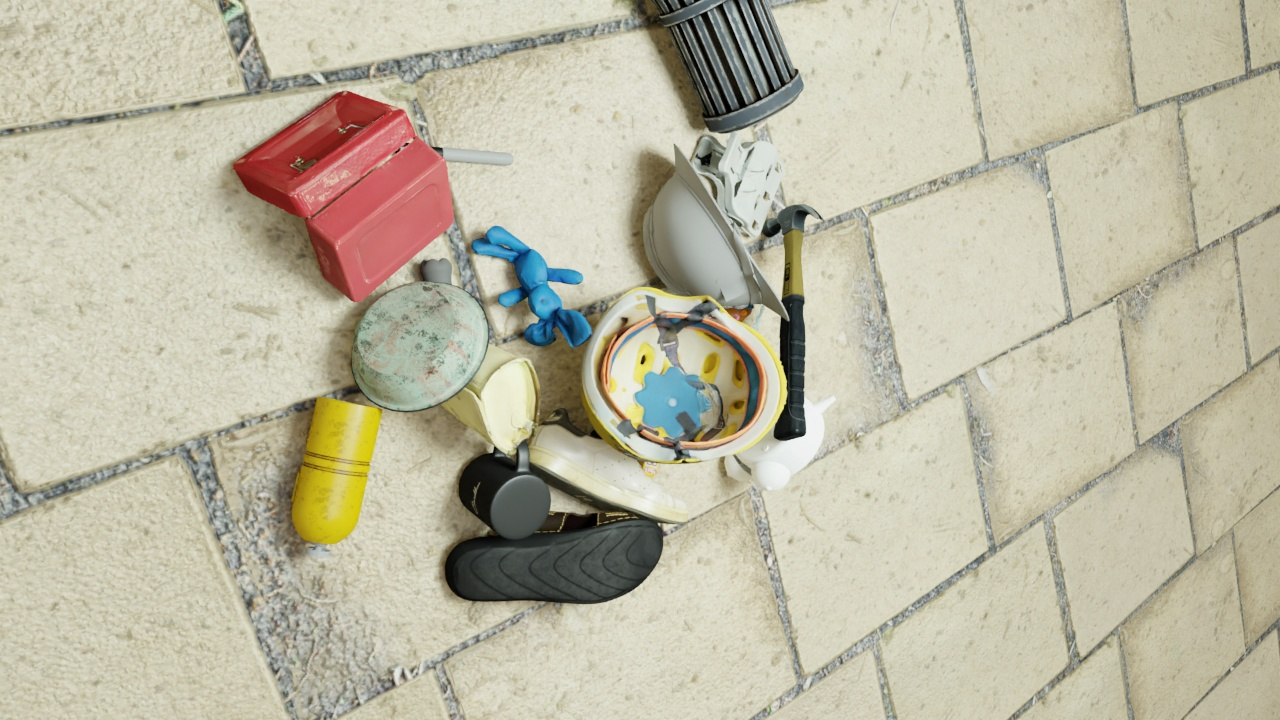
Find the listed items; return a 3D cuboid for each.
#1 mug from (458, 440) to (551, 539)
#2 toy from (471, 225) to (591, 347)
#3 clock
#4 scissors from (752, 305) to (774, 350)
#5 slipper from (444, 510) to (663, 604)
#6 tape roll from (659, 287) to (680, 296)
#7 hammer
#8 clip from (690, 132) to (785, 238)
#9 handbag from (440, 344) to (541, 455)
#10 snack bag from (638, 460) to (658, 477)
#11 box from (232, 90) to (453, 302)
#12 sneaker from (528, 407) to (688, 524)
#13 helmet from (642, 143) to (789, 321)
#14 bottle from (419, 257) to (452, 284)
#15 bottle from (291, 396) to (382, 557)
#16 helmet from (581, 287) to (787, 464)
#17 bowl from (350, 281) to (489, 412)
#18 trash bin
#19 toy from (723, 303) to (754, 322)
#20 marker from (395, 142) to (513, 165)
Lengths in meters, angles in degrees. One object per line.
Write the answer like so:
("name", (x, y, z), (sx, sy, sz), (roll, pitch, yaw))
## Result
("mug", (-0.155, 0.140, 1.066), (0.078, 0.088, 0.113), (3, 100, -35))
("toy", (-0.129, -0.081, 1.093), (0.176, 0.113, 0.070), (54, 40, 0))
("clock", (0.184, 0.099, 1.276), (0.073, 0.125, 0.160), (39, 77, -28))
("scissors", (0.143, 0.004, 1.280), (0.173, 0.022, 0.171), (9, 99, -54))
("slipper", (-0.103, 0.237, 1.121), (0.267, 0.076, 0.113), (-4, 101, -15))
("tape roll", (0.051, -0.058, 1.212), (0.093, 0.013, 0.092), (5, 55, -7))
("hammer", (0.205, -0.058, 1.236), (0.025, 0.118, 0.332), (13, 70, -27))
("clip", (0.140, -0.255, 1.275), (0.142, 0.073, 0.124), (31, 73, -38))
("handbag", (-0.173, 0.037, 1.026), (0.081, 0.119, 0.111), (-36, 131, -30))
("snack bag", (0.016, 0.113, 1.229), (0.026, 0.020, 0.099), (19, 82, -31))
("box", (-0.292, -0.166, 0.967), (0.156, 0.154, 0.168), (-44, 135, -24))
("sneaker", (-0.035, 0.134, 1.165), (0.241, 0.089, 0.102), (28, 68, -27))
("helmet", (0.076, -0.137, 1.191), (0.118, 0.183, 0.271), (-32, 98, 8))
("bottle", (-0.228, -0.061, 1.050), (0.036, 0.036, 0.110), (-10, 98, -33))
("bottle", (-0.327, 0.125, 0.976), (0.071, 0.071, 0.163), (14, 84, -33))
("helmet", (0.040, 0.035, 1.108), (0.240, 0.140, 0.208), (14, 69, -9))
("bowl", (-0.242, -0.024, 0.977), (0.157, 0.157, 0.038), (-58, 157, -17))
("trash bin", (0.107, -0.425, 1.184), (0.164, 0.164, 0.227), (-40, 116, -25))
("toy", (0.118, -0.048, 1.238), (0.090, 0.103, 0.070), (-38, 114, -3))
("marker", (-0.213, -0.238, 1.063), (0.140, 0.016, 0.016), (-3, 94, -33))
